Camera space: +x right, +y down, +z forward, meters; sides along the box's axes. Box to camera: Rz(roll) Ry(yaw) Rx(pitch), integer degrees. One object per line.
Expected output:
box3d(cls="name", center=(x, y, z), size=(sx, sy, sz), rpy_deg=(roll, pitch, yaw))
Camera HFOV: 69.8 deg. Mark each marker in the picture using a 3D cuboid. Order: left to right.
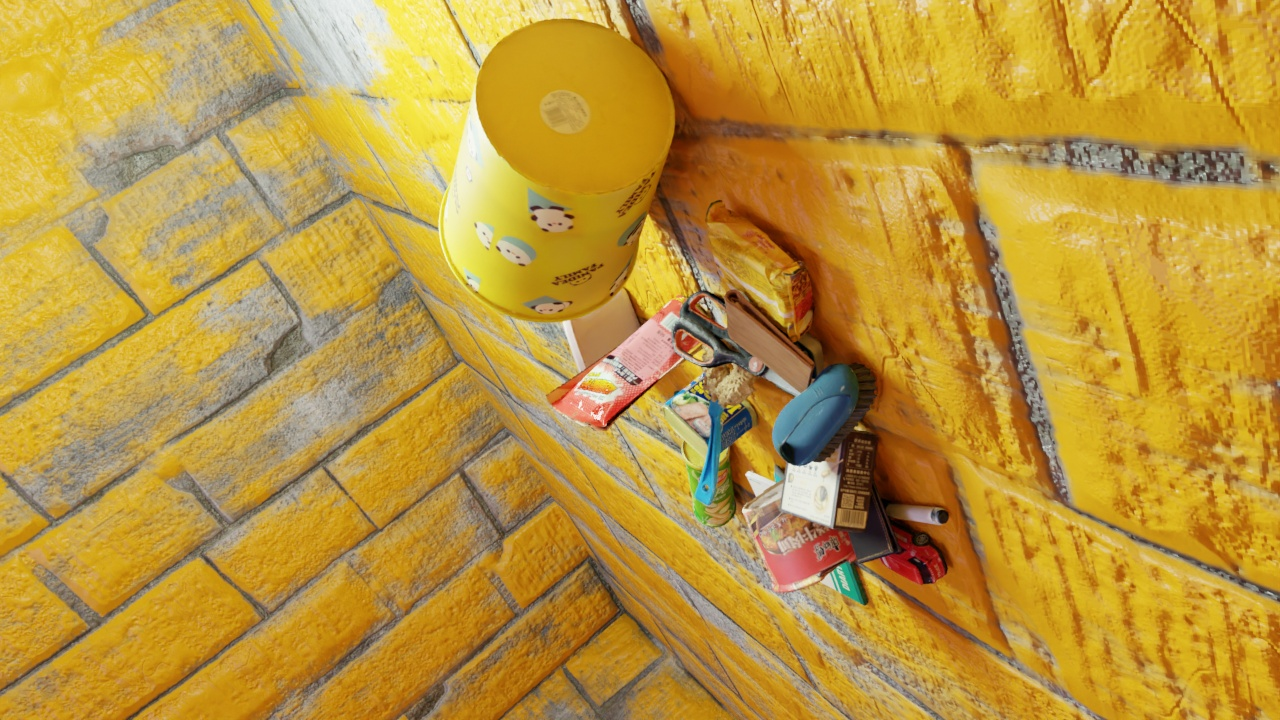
box3d(cls="marker", center=(0.288, 0.162, 0.988), size=(0.022, 0.018, 0.131), rpy_deg=(63, 163, -2))

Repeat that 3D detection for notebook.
box3d(cls="notebook", center=(0.236, 0.250, 1.291), size=(0.150, 0.012, 0.209), rpy_deg=(21, 146, 47))

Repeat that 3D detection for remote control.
box3d(cls="remote control", center=(0.144, -0.029, 0.964), size=(0.125, 0.024, 0.049), rpy_deg=(39, 159, 37))

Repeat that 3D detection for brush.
box3d(cls="brush", center=(0.096, 0.076, 1.124), size=(0.083, 0.045, 0.255), rpy_deg=(30, 130, 30))
box3d(cls="brush", center=(0.172, 0.056, 0.911), size=(0.055, 0.073, 0.144), rpy_deg=(67, 150, 31))

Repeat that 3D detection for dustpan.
box3d(cls="dustpan", center=(-0.093, -0.042, 1.382), size=(0.273, 0.138, 0.223), rpy_deg=(33, 156, 47))

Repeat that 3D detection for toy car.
box3d(cls="toy car", center=(0.290, 0.211, 1.038), size=(0.120, 0.045, 0.053), rpy_deg=(30, 151, 57))

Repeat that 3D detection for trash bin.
box3d(cls="trash bin", center=(-0.084, -0.188, 0.932), size=(0.229, 0.229, 0.256), rpy_deg=(51, 158, 6))

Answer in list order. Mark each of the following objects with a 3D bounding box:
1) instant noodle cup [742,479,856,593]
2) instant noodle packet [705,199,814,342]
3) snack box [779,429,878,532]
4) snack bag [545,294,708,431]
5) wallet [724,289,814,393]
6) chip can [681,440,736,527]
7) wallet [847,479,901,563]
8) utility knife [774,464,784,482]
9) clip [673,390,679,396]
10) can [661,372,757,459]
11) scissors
box3d(cls="instant noodle cup", center=(0.198, 0.205, 1.135), size=(0.108, 0.137, 0.138), rpy_deg=(60, 164, 2))
box3d(cls="instant noodle packet", center=(0.115, -0.087, 0.891), size=(0.128, 0.044, 0.111), rpy_deg=(44, 164, 35))
box3d(cls="snack box", center=(0.200, 0.113, 0.993), size=(0.053, 0.125, 0.113), rpy_deg=(11, 177, -20))
box3d(cls="snack bag", center=(-0.007, 0.007, 1.124), size=(0.129, 0.207, 0.073), rpy_deg=(27, 152, 54))
box3d(cls="wallet", center=(0.130, -0.015, 0.931), size=(0.115, 0.020, 0.101), rpy_deg=(43, 172, 16))
box3d(cls="chip can", center=(0.109, 0.187, 1.427), size=(0.072, 0.072, 0.221), rpy_deg=(43, 161, 30))
box3d(cls="wallet", center=(0.245, 0.161, 1.020), size=(0.096, 0.020, 0.122), rpy_deg=(118, 138, -68))
box3d(cls="utility knife", center=(0.202, 0.197, 1.299), size=(0.029, 0.013, 0.171), rpy_deg=(44, 160, 34))
box3d(cls="clip", center=(0.070, 0.069, 1.392), size=(0.057, 0.014, 0.046), rpy_deg=(45, 160, 27))
box3d(cls="can", center=(0.091, 0.073, 1.218), size=(0.102, 0.083, 0.057), rpy_deg=(42, 161, 32))
box3d(cls="scissors", center=(0.126, -0.015, 1.012), size=(0.235, 0.125, 0.021), rpy_deg=(11, -179, 40))
